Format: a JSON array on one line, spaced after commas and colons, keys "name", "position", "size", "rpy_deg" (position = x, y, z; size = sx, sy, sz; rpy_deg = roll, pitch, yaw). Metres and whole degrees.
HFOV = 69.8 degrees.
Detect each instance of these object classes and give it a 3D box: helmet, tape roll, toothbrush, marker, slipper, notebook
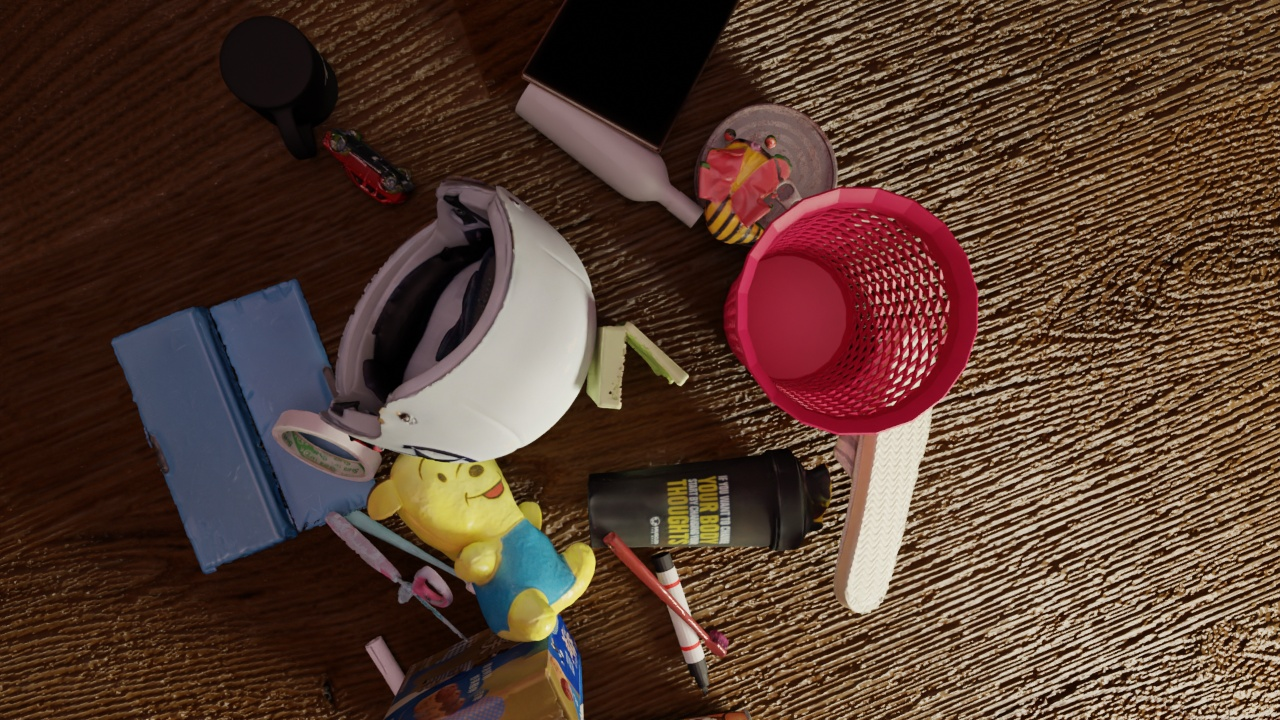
[{"name": "helmet", "position": [-0.141, -0.017, 0.779], "size": [0.163, 0.265, 0.236], "rpy_deg": [34, 70, -33]}, {"name": "tape roll", "position": [-0.274, 0.075, 0.803], "size": [0.094, 0.094, 0.018], "rpy_deg": [23, 60, -5]}, {"name": "toothbrush", "position": [-0.223, 0.178, 0.874], "size": [0.180, 0.016, 0.016], "rpy_deg": [30, 92, -3]}, {"name": "marker", "position": [-0.223, 0.324, 0.876], "size": [0.017, 0.020, 0.133], "rpy_deg": [-28, 94, 18]}, {"name": "marker", "position": [0.042, 0.258, 0.895], "size": [0.019, 0.019, 0.145], "rpy_deg": [-18, 93, -4]}, {"name": "toothbrush", "position": [0.028, 0.220, 0.860], "size": [0.190, 0.016, 0.016], "rpy_deg": [50, 48, -26]}, {"name": "slipper", "position": [0.222, 0.098, 0.860], "size": [0.054, 0.114, 0.272], "rpy_deg": [6, 77, 37]}, {"name": "notebook", "position": [0.000, -0.311, 0.852], "size": [0.141, 0.008, 0.208], "rpy_deg": [28, 74, -5]}]

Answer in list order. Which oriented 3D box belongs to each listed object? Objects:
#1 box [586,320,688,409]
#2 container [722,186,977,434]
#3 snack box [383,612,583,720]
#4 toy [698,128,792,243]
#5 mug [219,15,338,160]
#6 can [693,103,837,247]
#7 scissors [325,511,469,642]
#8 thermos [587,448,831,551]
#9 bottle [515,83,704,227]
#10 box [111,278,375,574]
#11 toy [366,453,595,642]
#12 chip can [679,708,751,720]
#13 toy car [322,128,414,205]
[{"name": "box", "position": [-0.017, -0.002, 0.800], "size": [0.090, 0.188, 0.077], "rpy_deg": [-17, 94, -3]}, {"name": "container", "position": [0.152, -0.039, 0.790], "size": [0.183, 0.226, 0.183], "rpy_deg": [0, 92, -5]}, {"name": "snack box", "position": [-0.132, 0.293, 0.791], "size": [0.155, 0.203, 0.069], "rpy_deg": [-25, 93, -3]}, {"name": "toy", "position": [0.090, -0.157, 0.829], "size": [0.084, 0.046, 0.103], "rpy_deg": [7, 96, -18]}, {"name": "mug", "position": [-0.315, -0.236, 0.817], "size": [0.078, 0.088, 0.113], "rpy_deg": [-16, 93, -4]}, {"name": "can", "position": [0.118, -0.174, 0.875], "size": [0.130, 0.044, 0.130], "rpy_deg": [0, 92, -4]}, {"name": "scissors", "position": [-0.212, 0.188, 0.808], "size": [0.172, 0.171, 0.013], "rpy_deg": [42, 62, 0]}, {"name": "thermos", "position": [0.062, 0.135, 0.861], "size": [0.221, 0.098, 0.098], "rpy_deg": [-4, 92, 0]}, {"name": "bottle", "position": [-0.023, -0.193, 0.859], "size": [0.195, 0.052, 0.052], "rpy_deg": [37, 89, -4]}, {"name": "box", "position": [-0.362, 0.057, 0.842], "size": [0.177, 0.048, 0.231], "rpy_deg": [-22, 90, -4]}, {"name": "toy", "position": [-0.142, 0.151, 0.815], "size": [0.214, 0.148, 0.084], "rpy_deg": [44, 111, 7]}, {"name": "chip can", "position": [0.002, 0.385, 0.868], "size": [0.215, 0.075, 0.075], "rpy_deg": [-7, 92, -4]}, {"name": "toy car", "position": [-0.252, -0.180, 0.848], "size": [0.091, 0.042, 0.036], "rpy_deg": [42, 107, -9]}]
